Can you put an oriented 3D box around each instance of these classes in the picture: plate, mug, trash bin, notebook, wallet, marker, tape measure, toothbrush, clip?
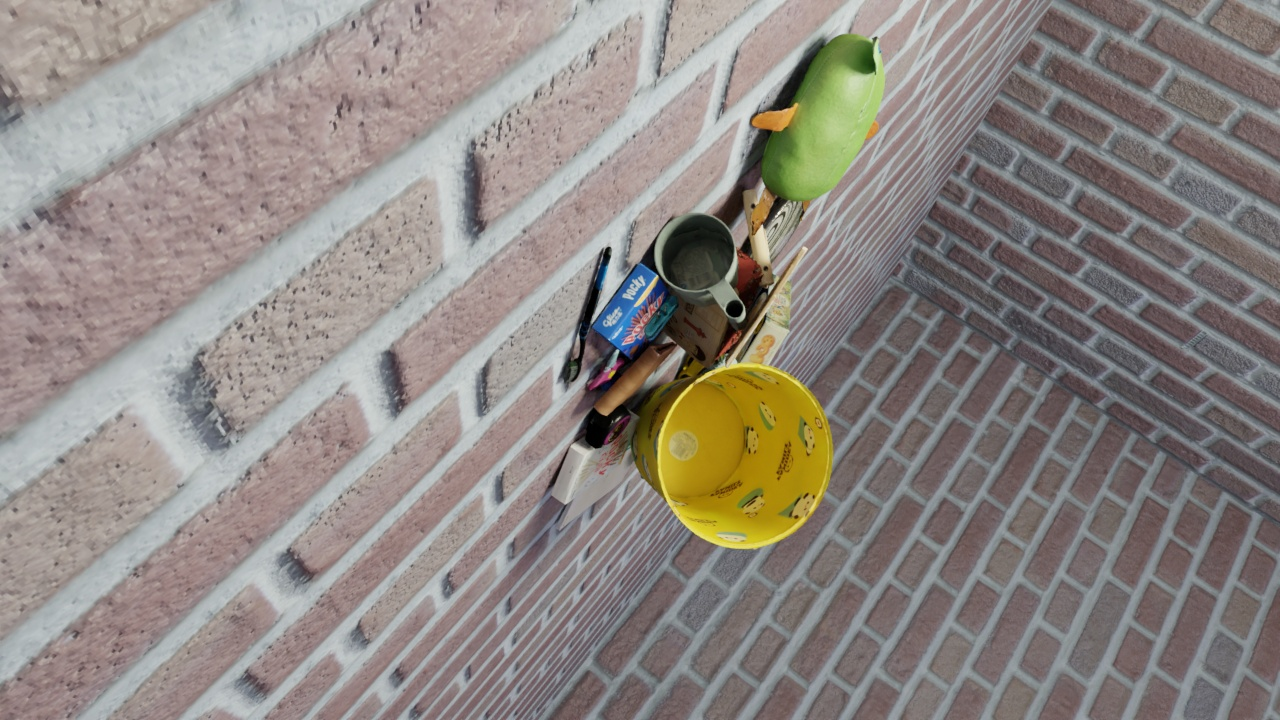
[{"bbox_3d":[0.192,-0.186,1.338,0.179,0.024,0.180,-48,166,-16],"label":"plate"},{"bbox_3d":[0.074,-0.088,0.977,0.084,0.124,0.103,-34,170,4],"label":"mug"},{"bbox_3d":[0.102,0.116,1.248,0.229,0.229,0.255,-52,-169,-8],"label":"trash bin"},{"bbox_3d":[-0.048,0.164,1.411,0.208,0.012,0.151,-29,151,-60],"label":"notebook"},{"bbox_3d":[0.137,-0.056,1.037,0.148,0.008,0.207,-57,176,5],"label":"notebook"},{"bbox_3d":[-0.003,0.019,1.102,0.101,0.020,0.115,-46,174,14],"label":"wallet"},{"bbox_3d":[-0.007,0.007,1.153,0.145,0.017,0.017,-34,156,-55],"label":"marker"},{"bbox_3d":[0.144,-0.146,1.123,0.024,0.115,0.087,-12,179,12],"label":"wallet"},{"bbox_3d":[-0.043,0.076,1.156,0.057,0.039,0.057,-36,158,-39],"label":"tape measure"},{"bbox_3d":[-0.053,-0.039,0.897,0.016,0.014,0.190,-16,146,-30],"label":"toothbrush"},{"bbox_3d":[0.023,-0.047,1.009,0.056,0.014,0.043,-53,167,-8],"label":"clip"}]

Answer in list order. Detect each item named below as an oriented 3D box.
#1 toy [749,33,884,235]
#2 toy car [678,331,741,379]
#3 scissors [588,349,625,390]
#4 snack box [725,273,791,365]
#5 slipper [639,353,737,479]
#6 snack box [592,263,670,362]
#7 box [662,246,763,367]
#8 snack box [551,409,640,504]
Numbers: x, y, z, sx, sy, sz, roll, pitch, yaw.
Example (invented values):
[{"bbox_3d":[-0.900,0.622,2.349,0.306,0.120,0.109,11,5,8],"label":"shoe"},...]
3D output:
[{"bbox_3d":[0.202,-0.257,1.040,0.226,0.090,0.247,-13,139,-45],"label":"toy"},{"bbox_3d":[0.101,-0.008,1.415,0.071,0.041,0.156,-47,179,-38],"label":"toy car"},{"bbox_3d":[-0.034,0.006,1.021,0.057,0.017,0.133,-40,175,-13],"label":"scissors"},{"bbox_3d":[0.192,-0.031,1.545,0.182,0.046,0.178,-71,-172,-59],"label":"snack box"},{"bbox_3d":[0.082,0.096,1.488,0.245,0.074,0.104,-52,-173,7],"label":"slipper"},{"bbox_3d":[-0.003,-0.048,1.011,0.084,0.026,0.157,-53,166,-1],"label":"snack box"},{"bbox_3d":[0.093,-0.075,1.122,0.076,0.091,0.169,-41,162,-26],"label":"box"},{"bbox_3d":[-0.059,0.127,1.236,0.156,0.027,0.085,-29,146,-58],"label":"snack box"}]
